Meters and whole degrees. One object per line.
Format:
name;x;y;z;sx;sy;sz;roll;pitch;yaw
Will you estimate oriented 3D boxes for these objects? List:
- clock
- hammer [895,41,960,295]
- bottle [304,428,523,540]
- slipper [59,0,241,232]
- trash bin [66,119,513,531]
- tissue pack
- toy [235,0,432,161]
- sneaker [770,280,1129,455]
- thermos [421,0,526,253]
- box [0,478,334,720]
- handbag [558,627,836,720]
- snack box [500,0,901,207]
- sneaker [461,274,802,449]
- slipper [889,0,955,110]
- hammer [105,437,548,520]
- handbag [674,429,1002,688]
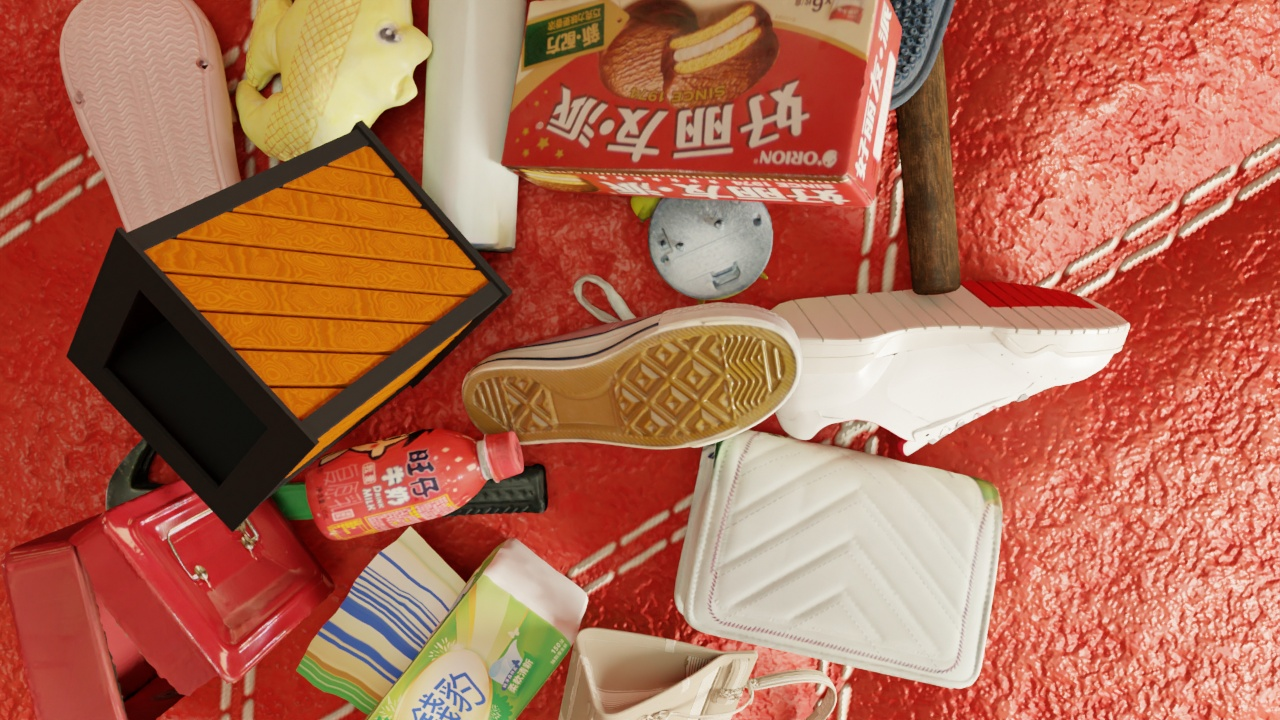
clock;0.042;-0.096;0.623;0.083;0.057;0.119;-23;97;9
hammer;0.222;-0.196;0.608;0.218;0.037;0.300;-5;89;2
bottle;-0.148;0.077;0.618;0.137;0.062;0.062;-15;94;1
slipper;-0.327;-0.161;0.636;0.107;0.055;0.221;-19;85;2
trash bin;-0.207;-0.023;0.556;0.139;0.171;0.140;49;133;-5
tissue pack;-0.151;0.207;0.636;0.141;0.120;0.197;38;88;0
toy;-0.208;-0.213;0.617;0.155;0.064;0.170;21;94;24
sneaker;0.203;0.012;0.625;0.236;0.090;0.104;-5;116;-5
thermos;-0.112;-0.190;0.620;0.068;0.068;0.230;3;94;2
box;-0.305;0.147;0.581;0.127;0.157;0.137;-30;92;7
handbag;0.044;0.252;0.635;0.197;0.062;0.176;-3;129;-19
snack box;0.030;-0.161;0.566;0.237;0.060;0.113;9;87;29
sneaker;-0.004;0.004;0.621;0.241;0.087;0.118;-7;112;25
slipper;0.173;-0.284;0.552;0.101;0.082;0.263;20;91;4
hammer;-0.227;0.100;0.667;0.319;0.032;0.130;-3;94;2
handbag;0.130;0.129;0.627;0.198;0.096;0.142;13;80;1
